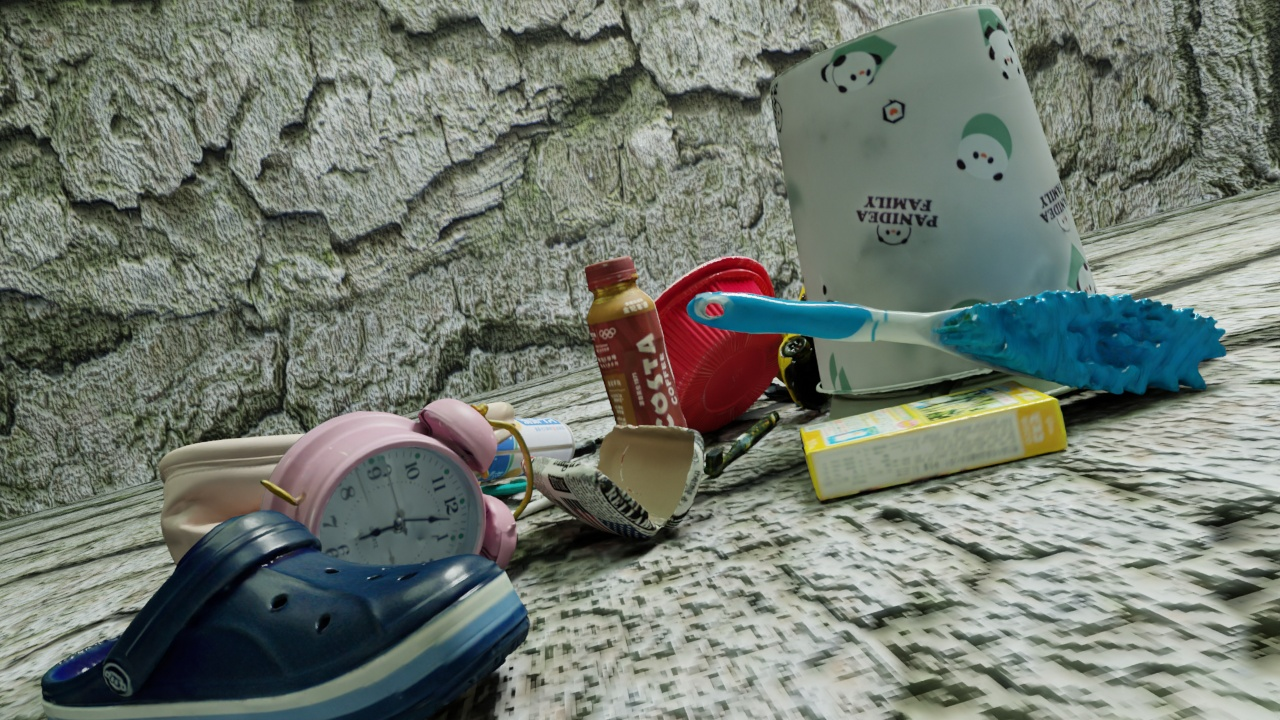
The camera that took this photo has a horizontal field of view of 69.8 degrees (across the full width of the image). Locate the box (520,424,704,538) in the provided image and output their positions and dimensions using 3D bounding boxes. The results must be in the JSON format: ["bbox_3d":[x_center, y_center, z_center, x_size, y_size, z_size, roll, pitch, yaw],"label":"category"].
[{"bbox_3d":[-0.025,0.072,0.582,0.087,0.076,0.163,14,-6,-22],"label":"box"}]

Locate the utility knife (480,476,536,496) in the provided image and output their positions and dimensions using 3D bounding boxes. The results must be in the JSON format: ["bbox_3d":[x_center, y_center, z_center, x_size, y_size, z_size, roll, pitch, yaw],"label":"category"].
[{"bbox_3d":[-0.100,0.104,0.770,0.029,0.013,0.223,-13,-2,-36],"label":"utility knife"}]

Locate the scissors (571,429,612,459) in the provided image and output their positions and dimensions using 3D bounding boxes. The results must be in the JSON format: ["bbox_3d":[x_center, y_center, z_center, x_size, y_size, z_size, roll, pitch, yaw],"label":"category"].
[{"bbox_3d":[-0.053,0.086,0.994,0.181,0.014,0.159,-14,3,-4],"label":"scissors"}]

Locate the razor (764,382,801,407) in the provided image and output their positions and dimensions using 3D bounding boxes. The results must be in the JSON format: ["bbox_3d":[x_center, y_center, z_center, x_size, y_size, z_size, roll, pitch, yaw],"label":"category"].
[{"bbox_3d":[0.155,0.032,0.935,0.042,0.022,0.143,-60,8,-8],"label":"razor"}]

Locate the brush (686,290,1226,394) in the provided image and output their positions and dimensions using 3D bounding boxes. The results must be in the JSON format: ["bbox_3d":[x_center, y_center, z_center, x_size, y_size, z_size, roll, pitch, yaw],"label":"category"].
[{"bbox_3d":[0.191,-0.019,0.586,0.314,0.060,0.109,6,-1,-5],"label":"brush"}]

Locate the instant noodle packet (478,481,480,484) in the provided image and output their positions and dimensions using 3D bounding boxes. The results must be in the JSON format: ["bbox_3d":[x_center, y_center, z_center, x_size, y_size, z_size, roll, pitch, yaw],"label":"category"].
[{"bbox_3d":[-0.235,0.124,0.902,0.129,0.044,0.110,-13,0,33],"label":"instant noodle packet"}]

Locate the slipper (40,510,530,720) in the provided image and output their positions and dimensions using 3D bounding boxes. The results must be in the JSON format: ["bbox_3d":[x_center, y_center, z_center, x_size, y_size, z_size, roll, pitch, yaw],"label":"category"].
[{"bbox_3d":[-0.160,0.111,0.398,0.253,0.095,0.105,-17,5,25],"label":"slipper"}]

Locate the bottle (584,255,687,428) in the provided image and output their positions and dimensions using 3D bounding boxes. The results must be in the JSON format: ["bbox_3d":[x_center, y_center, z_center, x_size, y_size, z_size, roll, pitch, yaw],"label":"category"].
[{"bbox_3d":[-0.004,0.004,0.742,0.057,0.175,0.057,-15,3,1],"label":"bottle"}]

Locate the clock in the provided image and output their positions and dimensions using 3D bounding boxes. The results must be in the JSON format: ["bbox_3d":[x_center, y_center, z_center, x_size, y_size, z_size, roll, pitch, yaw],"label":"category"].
[{"bbox_3d":[-0.129,0.084,0.520,0.158,0.117,0.060,-20,17,-38],"label":"clock"}]

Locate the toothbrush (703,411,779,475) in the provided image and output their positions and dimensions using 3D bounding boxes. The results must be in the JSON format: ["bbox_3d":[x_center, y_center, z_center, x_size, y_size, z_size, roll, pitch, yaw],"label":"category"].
[{"bbox_3d":[0.085,0.062,0.746,0.012,0.017,0.185,1,9,23],"label":"toothbrush"}]

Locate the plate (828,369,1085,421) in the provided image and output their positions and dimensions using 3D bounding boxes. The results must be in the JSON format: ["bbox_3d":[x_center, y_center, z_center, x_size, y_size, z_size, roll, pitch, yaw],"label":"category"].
[{"bbox_3d":[0.262,0.012,0.736,0.230,0.027,0.230,-14,3,1],"label":"plate"}]

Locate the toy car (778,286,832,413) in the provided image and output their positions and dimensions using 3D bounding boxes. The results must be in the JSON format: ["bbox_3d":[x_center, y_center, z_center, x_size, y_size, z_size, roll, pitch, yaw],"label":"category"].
[{"bbox_3d":[0.160,-0.023,0.837,0.041,0.071,0.155,-8,46,42],"label":"toy car"}]

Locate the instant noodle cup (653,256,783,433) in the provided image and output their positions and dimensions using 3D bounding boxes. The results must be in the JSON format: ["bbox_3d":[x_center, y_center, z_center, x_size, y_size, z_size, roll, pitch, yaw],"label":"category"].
[{"bbox_3d":[0.068,-0.001,0.852,0.193,0.194,0.066,-17,48,-36],"label":"instant noodle cup"}]

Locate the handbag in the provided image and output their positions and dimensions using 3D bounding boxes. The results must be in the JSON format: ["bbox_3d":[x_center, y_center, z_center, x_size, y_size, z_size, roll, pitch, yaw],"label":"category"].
[{"bbox_3d":[-0.192,0.083,0.622,0.233,0.093,0.194,-19,-7,-23],"label":"handbag"}]

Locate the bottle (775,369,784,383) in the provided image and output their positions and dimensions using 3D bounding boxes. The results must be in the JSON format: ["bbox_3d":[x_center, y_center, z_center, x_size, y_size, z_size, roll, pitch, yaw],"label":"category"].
[{"bbox_3d":[0.187,-0.004,0.963,0.068,0.068,0.190,-16,4,-20],"label":"bottle"}]

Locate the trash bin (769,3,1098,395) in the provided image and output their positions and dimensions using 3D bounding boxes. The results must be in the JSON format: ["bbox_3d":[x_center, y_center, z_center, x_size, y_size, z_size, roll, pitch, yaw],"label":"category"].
[{"bbox_3d":[0.223,-0.122,0.730,0.229,0.252,0.229,-15,3,1],"label":"trash bin"}]

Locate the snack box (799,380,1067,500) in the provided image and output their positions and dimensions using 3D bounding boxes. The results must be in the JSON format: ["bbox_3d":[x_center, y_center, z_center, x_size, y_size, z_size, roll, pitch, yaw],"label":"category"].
[{"bbox_3d":[0.168,0.046,0.548,0.140,0.034,0.087,-15,3,8],"label":"snack box"}]

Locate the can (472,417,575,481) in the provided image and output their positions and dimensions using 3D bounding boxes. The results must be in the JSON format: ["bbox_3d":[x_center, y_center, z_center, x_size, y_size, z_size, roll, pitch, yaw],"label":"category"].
[{"bbox_3d":[-0.115,0.079,0.831,0.053,0.053,0.134,-13,-8,28],"label":"can"}]

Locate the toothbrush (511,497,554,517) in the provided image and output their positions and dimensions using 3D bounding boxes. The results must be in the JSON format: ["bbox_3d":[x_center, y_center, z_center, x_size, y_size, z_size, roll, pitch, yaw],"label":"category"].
[{"bbox_3d":[-0.083,0.109,0.708,0.179,0.016,0.016,-17,1,-36],"label":"toothbrush"}]
